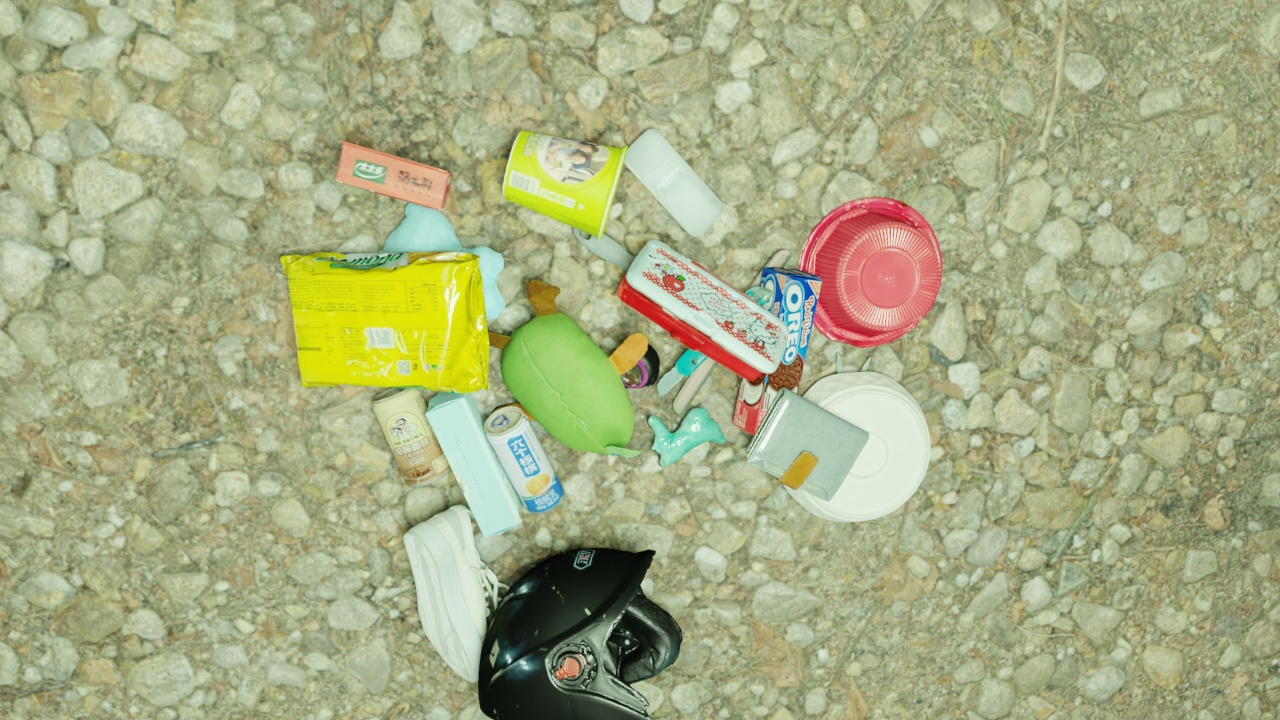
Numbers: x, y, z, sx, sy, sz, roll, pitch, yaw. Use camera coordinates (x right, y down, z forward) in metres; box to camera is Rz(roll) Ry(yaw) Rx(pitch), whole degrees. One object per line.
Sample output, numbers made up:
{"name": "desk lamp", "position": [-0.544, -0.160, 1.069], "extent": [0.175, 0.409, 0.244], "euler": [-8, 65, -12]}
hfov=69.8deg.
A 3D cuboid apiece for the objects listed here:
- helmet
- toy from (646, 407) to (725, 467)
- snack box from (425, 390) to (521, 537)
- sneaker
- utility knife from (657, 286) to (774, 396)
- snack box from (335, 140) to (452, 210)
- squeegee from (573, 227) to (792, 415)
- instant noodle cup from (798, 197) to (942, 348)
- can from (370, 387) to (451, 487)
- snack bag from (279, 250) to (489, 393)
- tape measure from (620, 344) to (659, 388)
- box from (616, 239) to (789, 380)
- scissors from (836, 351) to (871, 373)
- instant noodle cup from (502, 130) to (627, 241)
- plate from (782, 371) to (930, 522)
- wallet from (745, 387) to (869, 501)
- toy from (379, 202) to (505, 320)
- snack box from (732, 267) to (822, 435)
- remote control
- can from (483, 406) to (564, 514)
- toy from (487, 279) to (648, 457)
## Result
{"name": "helmet", "position": [-0.071, 0.340, 1.089], "extent": [0.230, 0.233, 0.275], "euler": [14, 102, 7]}
{"name": "toy", "position": [0.052, 0.094, 1.158], "extent": [0.092, 0.030, 0.096], "euler": [-37, 115, -2]}
{"name": "snack box", "position": [-0.198, 0.119, 1.101], "extent": [0.051, 0.074, 0.175], "euler": [-23, 104, -4]}
{"name": "sneaker", "position": [-0.219, 0.285, 1.135], "extent": [0.090, 0.090, 0.242], "euler": [-34, 128, -41]}
{"name": "utility knife", "position": [0.087, -0.024, 1.114], "extent": [0.187, 0.013, 0.029], "euler": [-45, 82, 10]}
{"name": "snack box", "position": [-0.266, -0.200, 0.997], "extent": [0.113, 0.127, 0.044], "euler": [14, 98, -11]}
{"name": "squeegee", "position": [0.024, -0.092, 1.113], "extent": [0.249, 0.040, 0.248], "euler": [33, 95, -13]}
{"name": "instant noodle cup", "position": [0.298, -0.105, 1.142], "extent": [0.193, 0.066, 0.194], "euler": [-2, 103, -9]}
{"name": "can", "position": [-0.272, 0.089, 1.091], "extent": [0.058, 0.058, 0.116], "euler": [-21, 104, -5]}
{"name": "snack bag", "position": [-0.282, -0.039, 1.016], "extent": [0.247, 0.068, 0.158], "euler": [1, 103, 16]}
{"name": "tape measure", "position": [-0.007, 0.007, 1.118], "extent": [0.057, 0.039, 0.058], "euler": [-4, 115, 24]}
{"name": "box", "position": [0.071, -0.051, 1.047], "extent": [0.201, 0.098, 0.095], "euler": [32, 109, -3]}
{"name": "scissors", "position": [0.268, 0.080, 1.201], "extent": [0.162, 0.012, 0.163], "euler": [-43, 104, 2]}
{"name": "instant noodle cup", "position": [-0.088, -0.206, 1.041], "extent": [0.123, 0.111, 0.112], "euler": [16, 98, -3]}
{"name": "plate", "position": [0.281, 0.117, 1.181], "extent": [0.204, 0.045, 0.205], "euler": [-2, 101, -9]}
{"name": "wallet", "position": [0.204, 0.107, 1.122], "extent": [0.129, 0.037, 0.106], "euler": [28, 93, -17]}
{"name": "toy", "position": [-0.230, -0.105, 1.048], "extent": [0.156, 0.050, 0.161], "euler": [-3, 85, 9]}
{"name": "snack box", "position": [0.168, -0.010, 1.137], "extent": [0.057, 0.058, 0.207], "euler": [5, 103, -27]}
{"name": "remote control", "position": [0.039, -0.212, 1.099], "extent": [0.056, 0.020, 0.136], "euler": [-44, 105, 3]}
{"name": "can", "position": [-0.139, 0.120, 1.101], "extent": [0.053, 0.053, 0.135], "euler": [-24, 124, -4]}
{"name": "toy", "position": [-0.092, 0.020, 1.088], "extent": [0.227, 0.089, 0.247], "euler": [-27, 110, 24]}
